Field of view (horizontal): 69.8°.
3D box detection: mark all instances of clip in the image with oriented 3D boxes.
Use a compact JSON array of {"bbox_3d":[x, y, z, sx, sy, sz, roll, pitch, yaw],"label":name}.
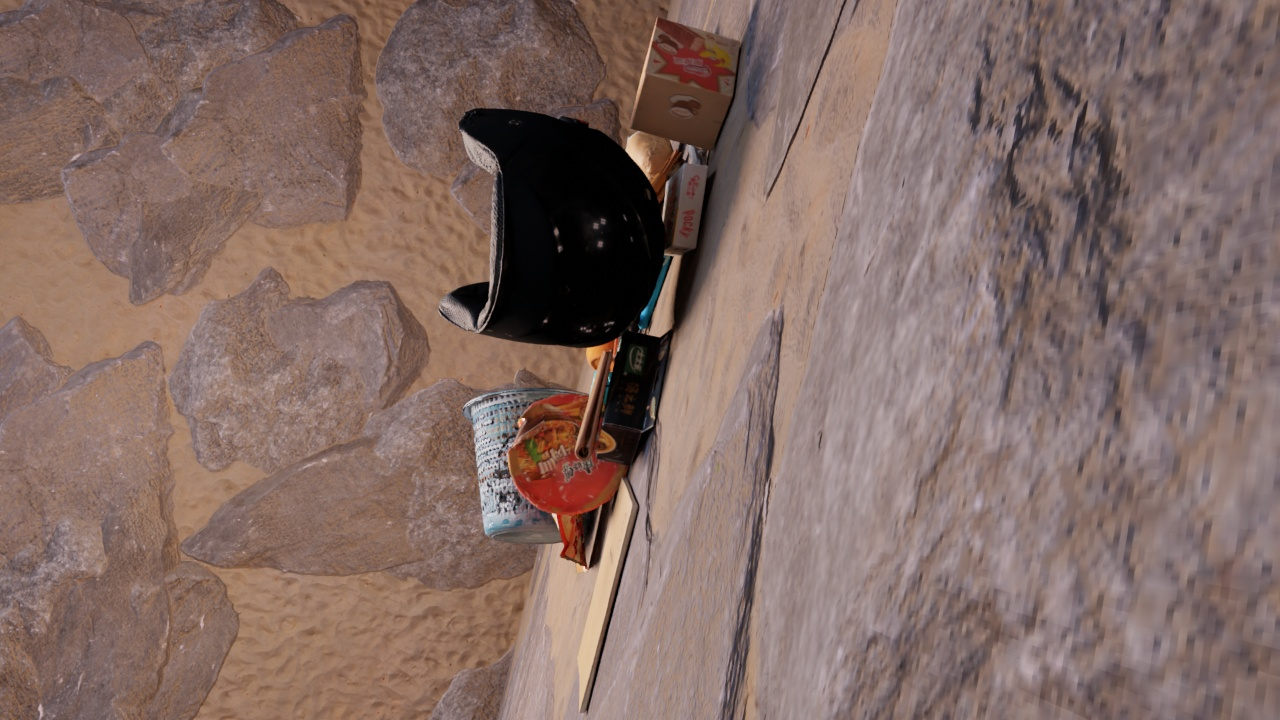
[{"bbox_3d":[0.064,-0.220,1.007,0.024,0.026,0.056,105,168,-68],"label":"clip"}]

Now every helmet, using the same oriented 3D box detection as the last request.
[{"bbox_3d":[-0.087,-0.133,0.969,0.274,0.230,0.234,-76,1,-60],"label":"helmet"}]

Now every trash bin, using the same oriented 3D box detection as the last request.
[{"bbox_3d":[-0.151,0.165,1.358,0.227,0.226,0.194,118,152,-68],"label":"trash bin"}]

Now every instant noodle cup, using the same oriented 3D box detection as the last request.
[{"bbox_3d":[-0.078,0.117,1.075,0.109,0.138,0.137,88,-166,-76],"label":"instant noodle cup"}]

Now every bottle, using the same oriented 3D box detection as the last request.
[{"bbox_3d":[-0.028,-0.052,1.319,0.067,0.067,0.149,113,176,-60],"label":"bottle"}]

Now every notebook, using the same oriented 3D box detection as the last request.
[{"bbox_3d":[-0.036,0.233,0.942,0.148,0.008,0.207,-141,65,-84],"label":"notebook"}]

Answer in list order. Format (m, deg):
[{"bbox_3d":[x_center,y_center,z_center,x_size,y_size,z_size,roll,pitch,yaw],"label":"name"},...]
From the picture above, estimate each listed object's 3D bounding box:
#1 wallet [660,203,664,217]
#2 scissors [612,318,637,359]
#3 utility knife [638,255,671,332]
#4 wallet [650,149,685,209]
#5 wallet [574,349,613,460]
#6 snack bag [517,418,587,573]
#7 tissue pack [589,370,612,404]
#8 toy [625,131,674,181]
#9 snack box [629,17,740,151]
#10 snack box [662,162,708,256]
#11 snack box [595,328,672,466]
[{"bbox_3d":[0.021,-0.145,1.239,0.087,0.024,0.115,105,179,-73],"label":"wallet"},{"bbox_3d":[-0.010,-0.104,1.264,0.161,0.021,0.233,120,160,-63],"label":"scissors"},{"bbox_3d":[0.012,-0.078,1.185,0.204,0.018,0.034,108,173,-45],"label":"utility knife"},{"bbox_3d":[0.015,-0.214,1.257,0.131,0.031,0.108,-59,-1,-25],"label":"wallet"},{"bbox_3d":[-0.047,0.044,0.969,0.101,0.020,0.115,-158,82,-87],"label":"wallet"},{"bbox_3d":[-0.105,0.165,1.190,0.129,0.073,0.207,77,178,-68],"label":"snack bag"},{"bbox_3d":[-0.048,0.081,1.214,0.093,0.050,0.133,-111,34,-78],"label":"tissue pack"},{"bbox_3d":[-0.002,-0.242,1.406,0.143,0.082,0.226,-67,-9,-68],"label":"toy"},{"bbox_3d":[0.047,-0.289,0.962,0.077,0.093,0.094,112,170,-56],"label":"snack box"},{"bbox_3d":[0.043,-0.159,0.988,0.157,0.027,0.084,-140,58,-84],"label":"snack box"},{"bbox_3d":[-0.009,0.037,0.973,0.126,0.053,0.113,103,178,-63],"label":"snack box"}]
